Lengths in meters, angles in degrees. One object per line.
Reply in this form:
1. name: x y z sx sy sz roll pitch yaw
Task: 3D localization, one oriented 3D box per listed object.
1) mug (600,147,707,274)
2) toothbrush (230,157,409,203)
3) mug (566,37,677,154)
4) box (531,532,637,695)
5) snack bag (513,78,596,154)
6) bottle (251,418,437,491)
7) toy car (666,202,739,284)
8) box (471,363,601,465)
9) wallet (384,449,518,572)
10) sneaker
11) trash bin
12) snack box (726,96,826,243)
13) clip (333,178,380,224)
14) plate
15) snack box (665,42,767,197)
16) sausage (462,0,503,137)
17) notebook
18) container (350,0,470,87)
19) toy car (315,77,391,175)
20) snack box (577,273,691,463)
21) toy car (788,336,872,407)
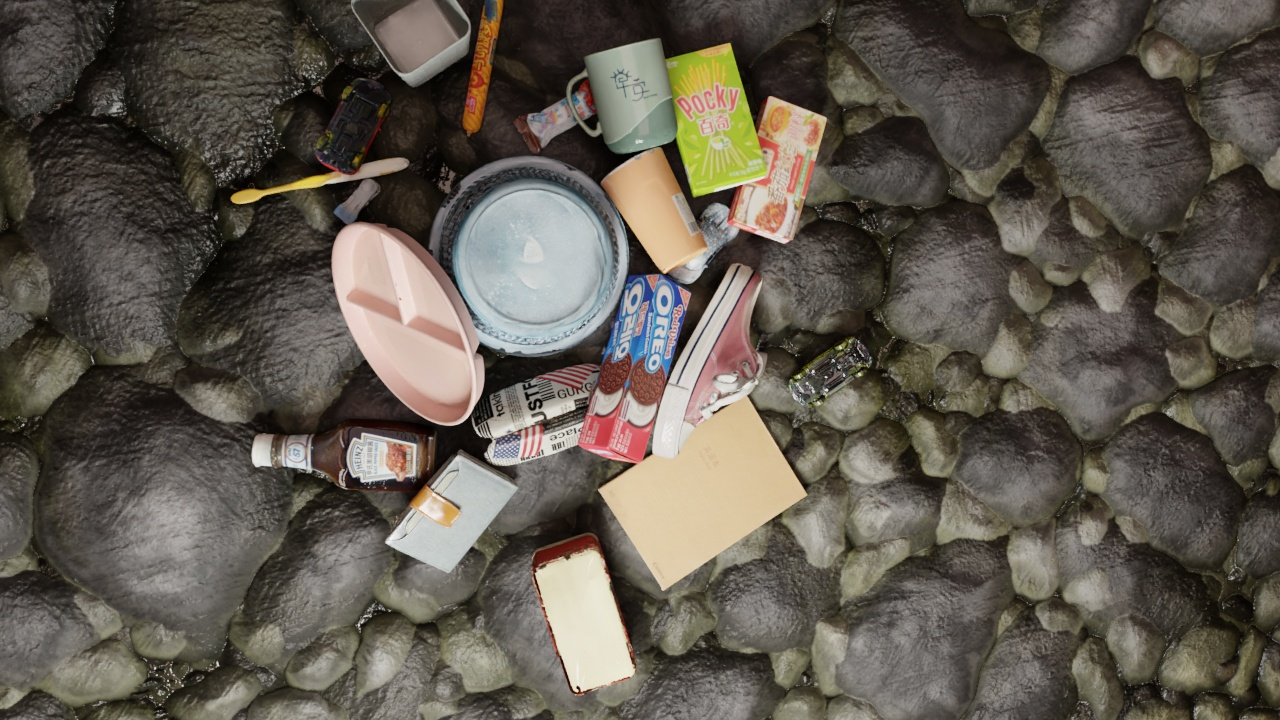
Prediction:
1. mug: 0.020 -0.162 1.011 0.078 0.078 0.123 -31 90 -4
2. toothbrush: -0.346 -0.195 0.998 0.191 0.018 0.016 -14 101 -9
3. mug: -0.021 -0.278 0.984 0.112 0.082 0.106 -13 107 3
4. box: -0.063 0.296 1.066 0.091 0.078 0.168 -17 100 -5
5. snack bag: -0.086 -0.272 1.018 0.105 0.026 0.045 -31 113 -5
6. bottle: -0.327 0.104 1.022 0.195 0.044 0.080 4 100 -8
7. toy car: 0.069 -0.134 1.056 0.049 0.031 0.105 41 91 -10
8. box: -0.106 0.068 1.052 0.162 0.076 0.087 -19 129 -9
9. wallet: -0.211 0.171 1.031 0.130 0.037 0.106 -50 133 1
10. sneaker: 0.092 0.010 1.043 0.088 0.118 0.241 26 87 10
11. trash bin: -0.111 -0.105 0.950 0.226 0.195 0.226 -1 97 -9
12. snack box: 0.156 -0.217 1.048 0.075 0.025 0.152 18 84 -11
13. clip: -0.308 -0.174 1.002 0.025 0.036 0.058 44 90 -9
14. plate: -0.238 -0.038 0.944 0.028 0.230 0.229 -35 103 -37
15. snack box: 0.079 -0.268 1.020 0.086 0.026 0.156 -14 83 -1
16. sausage: -0.172 -0.326 1.002 0.021 0.021 0.165 10 95 -9
17. notebook: 0.076 0.158 1.104 0.211 0.012 0.149 -33 99 -3
18. container: -0.231 -0.342 0.944 0.090 0.114 0.090 -34 101 -3
19. toy car: -0.306 -0.252 0.986 0.049 0.031 0.106 24 83 -9
20. snack box: -0.006 0.006 1.015 0.057 0.058 0.207 27 74 -38
21. toy car: 0.225 0.013 1.097 0.105 0.032 0.048 -37 101 9
